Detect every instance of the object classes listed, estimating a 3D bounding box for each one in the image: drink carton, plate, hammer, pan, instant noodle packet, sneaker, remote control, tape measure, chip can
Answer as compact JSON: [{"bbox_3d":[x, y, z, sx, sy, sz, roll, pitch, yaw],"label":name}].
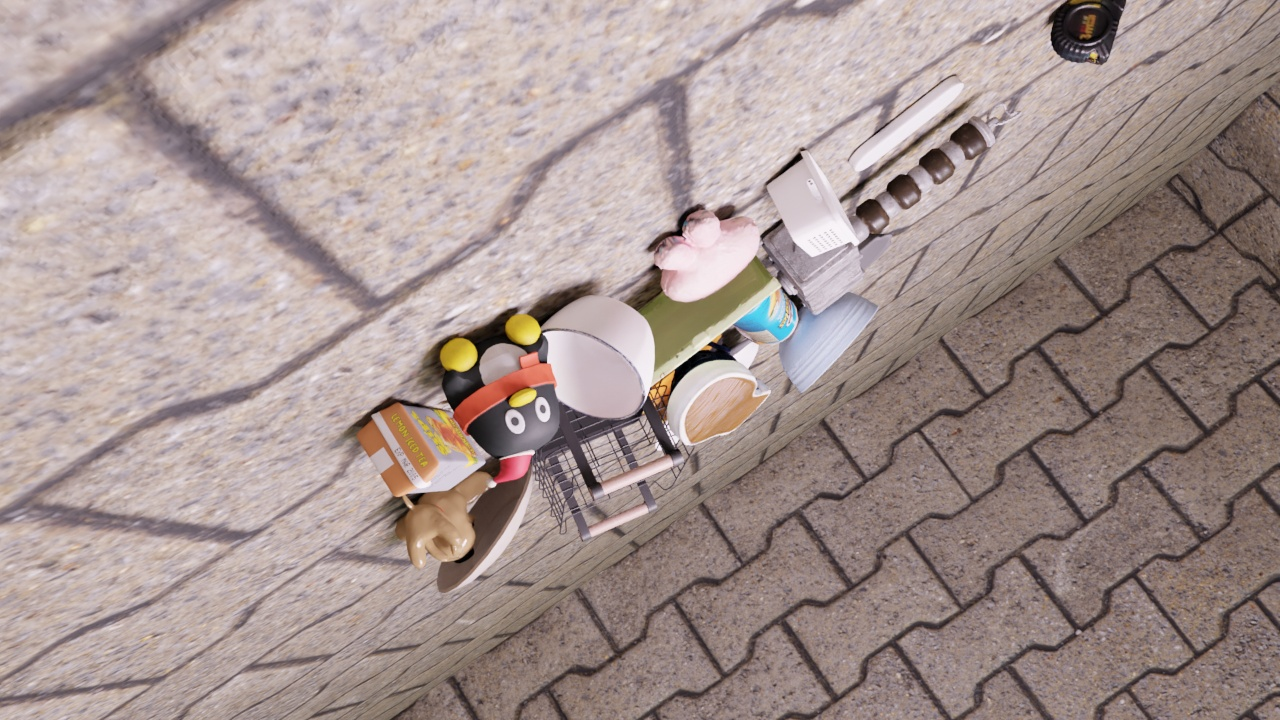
[{"bbox_3d":[-0.194,0.081,0.826,0.048,0.076,0.125,-36,169,4],"label":"drink carton"},{"bbox_3d":[-0.183,0.206,1.125,0.189,0.027,0.188,-47,-162,19],"label":"plate"},{"bbox_3d":[0.292,-0.186,1.044,0.326,0.079,0.177,-38,165,9],"label":"hammer"},{"bbox_3d":[0.227,-0.089,1.268,0.353,0.024,0.217,-33,166,-30],"label":"pan"},{"bbox_3d":[0.068,0.032,1.318,0.160,0.032,0.220,-39,165,5],"label":"instant noodle packet"},{"bbox_3d":[0.069,0.012,1.032,0.121,0.127,0.294,-46,168,8],"label":"sneaker"},{"bbox_3d":[0.091,0.047,1.305,0.208,0.015,0.209,-42,164,-16],"label":"plate"},{"bbox_3d":[0.275,-0.245,0.952,0.136,0.013,0.043,-38,165,10],"label":"remote control"},{"bbox_3d":[0.460,-0.342,0.952,0.038,0.063,0.067,14,92,-71],"label":"tape measure"},{"bbox_3d":[0.129,-0.067,1.064,0.080,0.080,0.229,-38,165,9],"label":"chip can"}]

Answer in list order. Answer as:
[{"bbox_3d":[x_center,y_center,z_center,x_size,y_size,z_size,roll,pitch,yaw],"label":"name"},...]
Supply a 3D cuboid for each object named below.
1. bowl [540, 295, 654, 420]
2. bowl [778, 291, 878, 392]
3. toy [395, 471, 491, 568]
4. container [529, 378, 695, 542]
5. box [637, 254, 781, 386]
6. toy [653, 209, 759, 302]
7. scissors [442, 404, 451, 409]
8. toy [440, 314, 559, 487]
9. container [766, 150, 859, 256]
[{"bbox_3d":[-0.038,-0.007,0.832,0.065,0.116,0.117,-62,-176,-38],"label":"bowl"},{"bbox_3d":[0.233,-0.038,1.201,0.150,0.075,0.150,-48,175,-6],"label":"bowl"},{"bbox_3d":[-0.230,0.185,1.041,0.134,0.106,0.108,-32,176,3],"label":"toy"},{"bbox_3d":[-0.040,0.116,1.106,0.162,0.130,0.242,-21,162,-14],"label":"container"},{"bbox_3d":[0.055,-0.036,0.931,0.188,0.130,0.064,-39,122,8],"label":"box"},{"bbox_3d":[0.058,-0.101,0.861,0.108,0.053,0.105,-38,150,16],"label":"toy"},{"bbox_3d":[-0.115,0.025,0.935,0.179,0.015,0.199,-30,163,-15],"label":"scissors"},{"bbox_3d":[-0.112,0.037,0.780,0.097,0.119,0.100,-24,168,-25],"label":"toy"},{"bbox_3d":[0.169,-0.148,0.906,0.050,0.080,0.129,-28,168,17],"label":"container"}]
